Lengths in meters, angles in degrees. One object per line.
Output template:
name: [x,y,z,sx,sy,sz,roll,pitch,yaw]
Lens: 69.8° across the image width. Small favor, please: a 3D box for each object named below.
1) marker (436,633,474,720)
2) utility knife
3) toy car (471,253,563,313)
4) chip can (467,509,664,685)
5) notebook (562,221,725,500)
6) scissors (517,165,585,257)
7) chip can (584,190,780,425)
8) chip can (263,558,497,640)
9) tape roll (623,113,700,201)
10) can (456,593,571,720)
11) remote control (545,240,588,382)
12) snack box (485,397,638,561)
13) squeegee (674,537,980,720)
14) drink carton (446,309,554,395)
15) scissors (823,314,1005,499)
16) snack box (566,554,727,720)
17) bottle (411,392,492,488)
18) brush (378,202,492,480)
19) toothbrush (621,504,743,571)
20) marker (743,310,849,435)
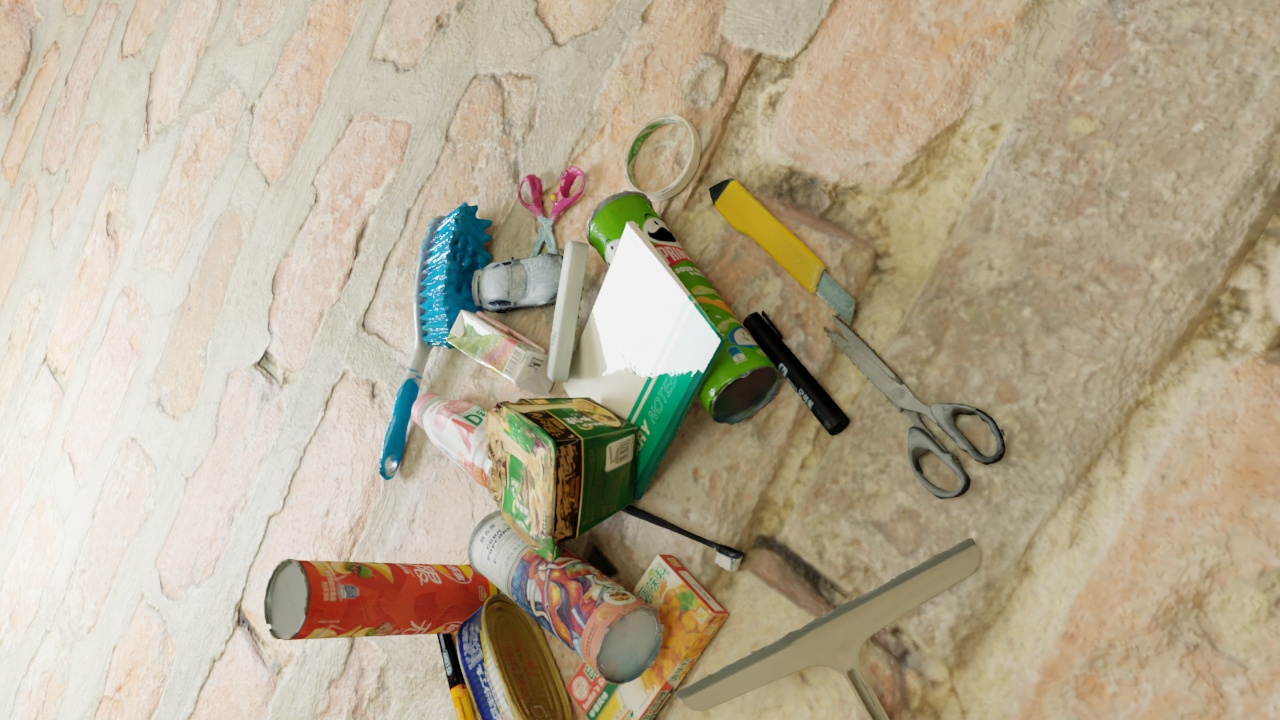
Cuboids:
marker: [-0.190,0.320,0.931,0.018,0.015,0.123,-35,58,20]
utility knife: [0.122,-0.098,0.797,0.033,0.015,0.197,-54,55,23]
toy car: [-0.127,-0.081,0.966,0.121,0.036,0.054,-4,84,34]
chip can: [-0.071,0.203,0.812,0.215,0.071,0.071,22,92,48]
notebook: [-0.005,0.005,0.814,0.150,0.012,0.210,55,139,31]
scissors: [-0.105,-0.151,0.984,0.124,0.017,0.133,33,103,34]
chip can: [0.034,-0.052,0.819,0.072,0.072,0.236,-46,57,19]
chip can: [-0.238,0.224,0.863,0.073,0.216,0.073,-12,71,38]
tape roll: [0.020,-0.199,0.900,0.086,0.014,0.085,-10,73,35]
can: [-0.119,0.292,0.847,0.049,0.074,0.148,-45,57,23]
remote control: [-0.070,-0.048,0.884,0.056,0.019,0.135,-153,72,-77]
snack box: [-0.064,0.091,0.817,0.117,0.105,0.118,29,124,47]
squeegee: [0.188,0.291,0.639,0.247,0.039,0.246,-31,67,8]
drink carton: [-0.142,-0.011,0.952,0.122,0.053,0.045,30,96,38]
scissors: [0.196,0.034,0.708,0.174,0.014,0.140,9,86,36]
snack box: [0.004,0.253,0.793,0.077,0.027,0.156,41,104,38]
bottle: [-0.169,0.083,0.945,0.197,0.068,0.068,25,94,43]
brush: [-0.235,-0.017,1.029,0.110,0.060,0.314,2,82,43]
toothbrush: [0.015,0.147,0.819,0.181,0.015,0.018,19,99,38]
marker: [0.129,0.008,0.765,0.022,0.020,0.132,-30,56,-6]
